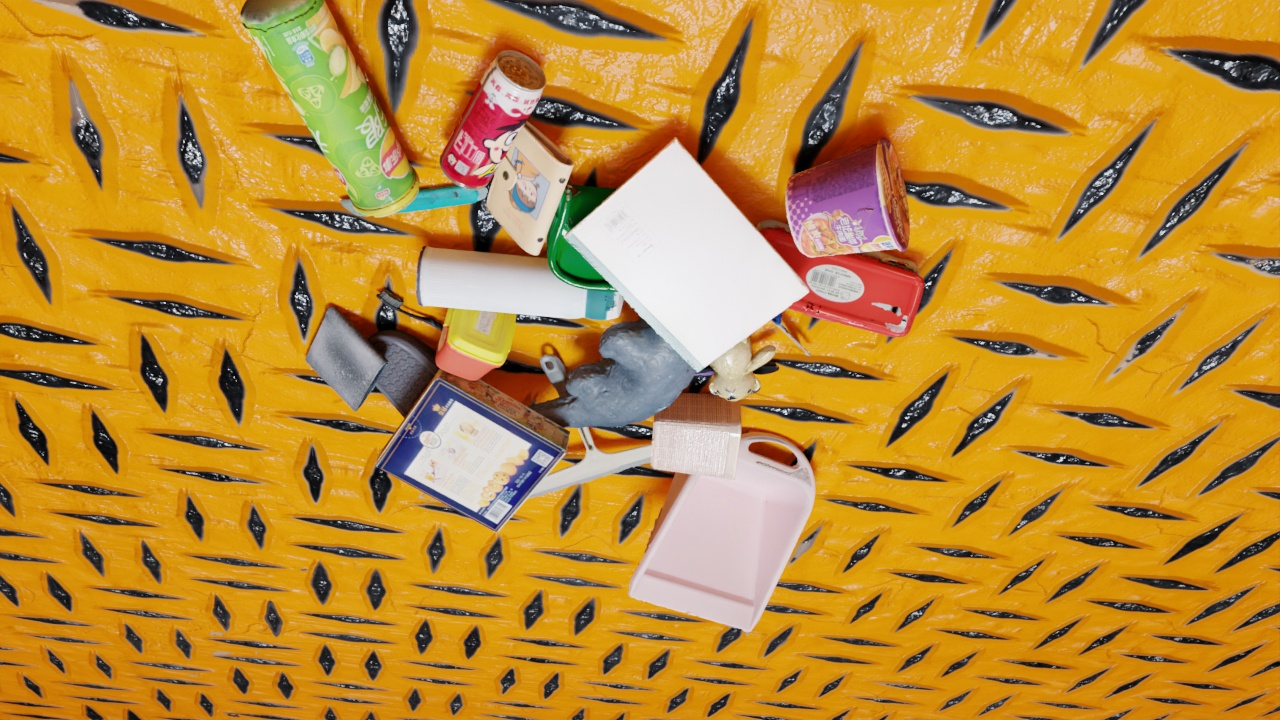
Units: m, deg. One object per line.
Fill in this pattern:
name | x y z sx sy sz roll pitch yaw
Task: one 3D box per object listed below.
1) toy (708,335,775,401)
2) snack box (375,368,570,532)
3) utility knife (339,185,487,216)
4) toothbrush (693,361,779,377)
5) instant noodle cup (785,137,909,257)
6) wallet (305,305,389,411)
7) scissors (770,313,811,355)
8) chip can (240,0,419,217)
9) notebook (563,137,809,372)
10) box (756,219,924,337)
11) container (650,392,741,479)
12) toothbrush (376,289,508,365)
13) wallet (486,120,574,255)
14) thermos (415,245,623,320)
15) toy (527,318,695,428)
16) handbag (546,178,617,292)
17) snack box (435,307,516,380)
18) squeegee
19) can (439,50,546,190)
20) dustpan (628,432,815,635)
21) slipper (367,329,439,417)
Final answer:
toy | 0.107 -0.013 1.093 0.105 0.066 0.157 0 135 13
snack box | -0.210 0.112 1.147 0.182 0.045 0.178 32 123 -14
utility knife | -0.236 -0.167 0.960 0.161 0.013 0.029 -5 142 9
toothbrush | 0.082 0.013 1.172 0.189 0.016 0.014 -4 129 12
instant noodle cup | 0.200 -0.150 0.893 0.099 0.111 0.111 -11 140 28
wallet | -0.366 0.000 1.136 0.097 0.019 0.121 46 133 2
scissors | 0.150 -0.051 1.070 0.012 0.128 0.173 -50 166 2
chip can | -0.276 -0.234 0.833 0.073 0.072 0.221 -7 140 11
notebook | 0.048 -0.098 0.923 0.151 0.012 0.209 -38 112 20
box | 0.203 -0.093 1.007 0.201 0.091 0.094 14 96 -14
container | 0.071 0.095 1.198 0.111 0.089 0.090 4 119 1
toothbrush | -0.237 -0.038 1.121 0.189 0.014 0.016 30 110 -31
wallet | -0.113 -0.173 0.906 0.087 0.024 0.115 43 135 16
thermos | -0.129 -0.084 1.016 0.224 0.073 0.073 5 141 -2
toy | -0.007 0.006 1.092 0.137 0.091 0.358 25 133 -25
handbag | -0.031 -0.134 0.946 0.131 0.067 0.120 3 136 1
snack box | -0.197 -0.029 1.072 0.082 0.091 0.080 24 144 -23
squeegee | -0.089 0.069 1.226 0.246 0.039 0.247 -17 133 4
can | -0.139 -0.222 0.855 0.053 0.053 0.133 22 137 -23
dustpan | 0.132 0.241 1.301 0.222 0.273 0.139 19 163 -24
slipper | -0.244 0.052 1.191 0.111 0.083 0.268 -29 114 27
